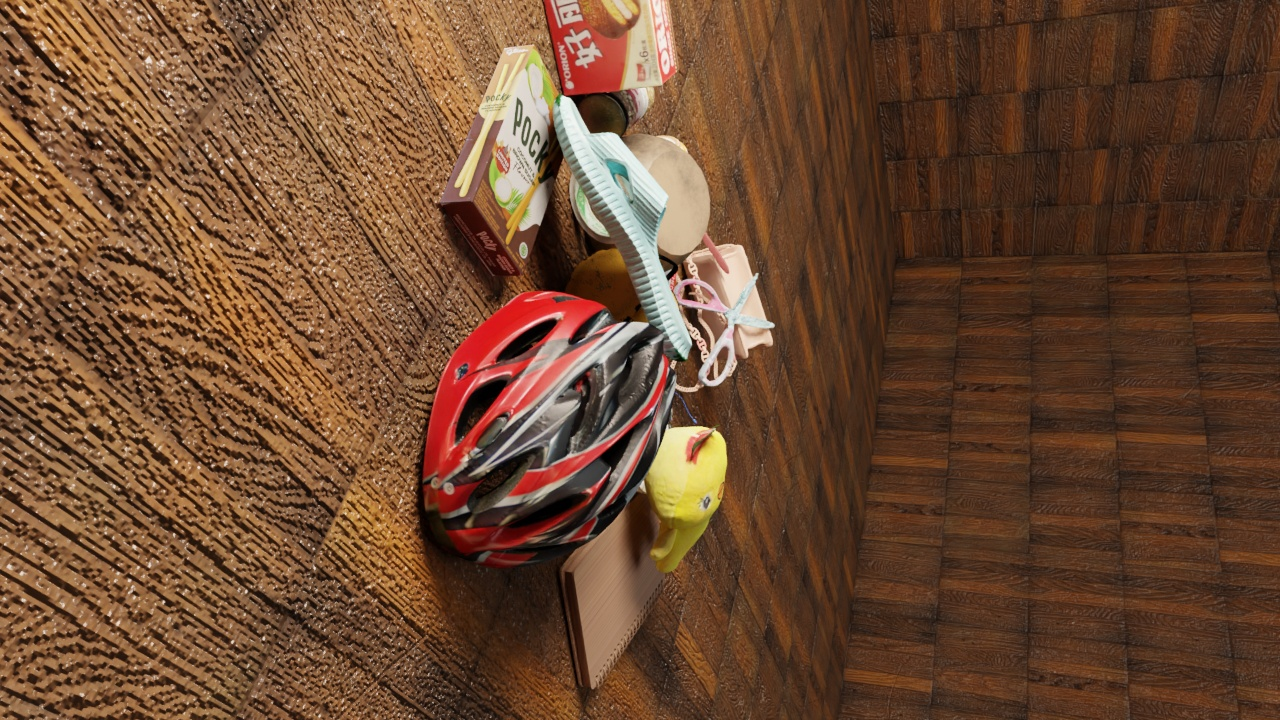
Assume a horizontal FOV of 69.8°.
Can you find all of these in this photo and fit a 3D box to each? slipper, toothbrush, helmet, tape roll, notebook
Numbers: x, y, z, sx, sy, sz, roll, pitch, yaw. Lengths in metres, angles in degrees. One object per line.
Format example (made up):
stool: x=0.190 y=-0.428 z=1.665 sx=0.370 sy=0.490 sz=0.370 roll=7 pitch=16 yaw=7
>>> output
slipper: x=-0.002 y=-0.129 z=0.871 sx=0.116 sy=0.069 sz=0.276 roll=-93 pitch=158 yaw=-82
toothbrush: x=0.065 y=-0.190 z=1.193 sx=0.184 sy=0.015 sz=0.015 roll=57 pitch=31 yaw=-7
helmet: x=-0.077 y=0.062 z=0.810 sx=0.271 sy=0.167 sz=0.218 roll=-54 pitch=138 yaw=-35
tape roll: x=-0.035 y=-0.168 z=0.951 sx=0.018 sy=0.094 sz=0.094 roll=-31 pitch=121 yaw=-42
notebook: x=-0.025 y=0.259 z=1.077 sx=0.209 sy=0.022 sz=0.169 roll=-43 pitch=131 yaw=-56

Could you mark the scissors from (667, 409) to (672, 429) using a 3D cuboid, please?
scissors: x=0.036 y=0.079 z=1.186 sx=0.159 sy=0.014 sz=0.120 roll=-121 pitch=-160 yaw=-80

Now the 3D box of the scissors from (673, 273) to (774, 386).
scissors: x=0.108 y=-0.043 z=1.205 sx=0.170 sy=0.013 sz=0.175 roll=11 pitch=86 yaw=-33

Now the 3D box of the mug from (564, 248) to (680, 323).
mug: x=-0.012 y=-0.068 z=0.985 sx=0.124 sy=0.100 sz=0.094 roll=-45 pitch=150 yaw=3

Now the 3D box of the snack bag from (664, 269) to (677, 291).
snack bag: x=0.009 y=-0.121 z=1.119 sx=0.144 sy=0.039 sz=0.130 roll=23 pitch=77 yaw=-55

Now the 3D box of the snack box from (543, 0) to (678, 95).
snack box: x=-0.040 y=-0.388 z=0.899 sx=0.060 sy=0.113 sz=0.237 roll=-55 pitch=141 yaw=-52

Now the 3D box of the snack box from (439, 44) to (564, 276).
snack box: x=-0.115 y=-0.182 z=0.833 sx=0.101 sy=0.032 sz=0.185 roll=60 pitch=38 yaw=-52

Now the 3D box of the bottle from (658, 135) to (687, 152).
bottle: x=0.030 y=-0.223 z=1.149 sx=0.062 sy=0.063 sz=0.109 roll=-64 pitch=156 yaw=-46

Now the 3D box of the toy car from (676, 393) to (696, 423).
toy car: x=0.044 y=0.034 z=1.199 sx=0.033 sy=0.062 sz=0.092 roll=-11 pitch=102 yaw=-67

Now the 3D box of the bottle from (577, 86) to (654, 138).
bottle: x=-0.026 y=-0.281 z=1.014 sx=0.105 sy=0.056 sz=0.056 roll=-57 pitch=142 yaw=-52

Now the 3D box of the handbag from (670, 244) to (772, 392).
handbag: x=0.067 y=-0.072 z=1.259 sx=0.186 sy=0.117 sz=0.199 roll=-23 pitch=100 yaw=-27

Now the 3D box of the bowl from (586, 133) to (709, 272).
bowl: x=0.015 y=-0.175 z=1.037 sx=0.161 sy=0.070 sz=0.162 roll=-4 pitch=96 yaw=-47

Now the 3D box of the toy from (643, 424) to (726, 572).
toy: x=0.049 y=0.155 z=1.056 sx=0.133 sy=0.092 sz=0.208 roll=-46 pitch=143 yaw=-51

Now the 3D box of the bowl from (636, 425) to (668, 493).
bowl: x=-0.010 y=0.099 z=1.086 sx=0.114 sy=0.051 sz=0.114 roll=2 pitch=90 yaw=-68
